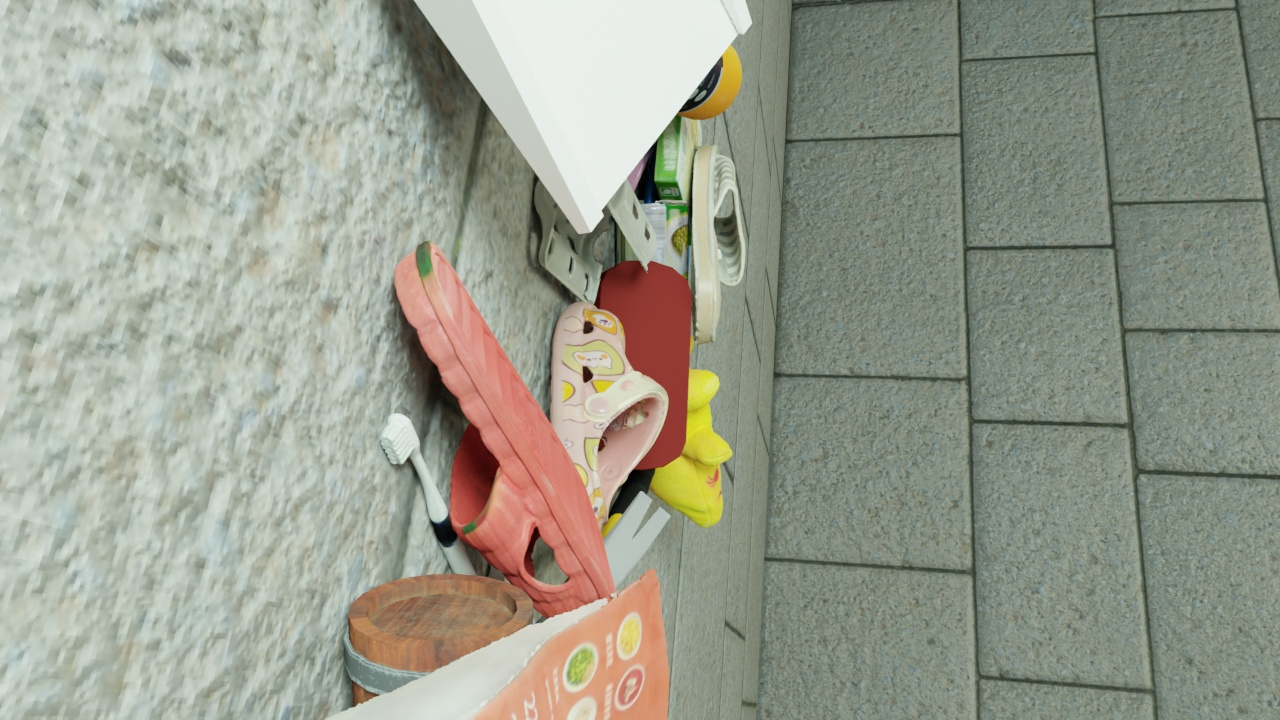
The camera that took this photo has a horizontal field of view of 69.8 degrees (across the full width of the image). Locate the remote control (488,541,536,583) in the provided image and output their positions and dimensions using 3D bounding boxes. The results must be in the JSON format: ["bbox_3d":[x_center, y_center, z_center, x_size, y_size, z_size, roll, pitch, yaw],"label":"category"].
[{"bbox_3d":[-0.077,0.102,0.598,0.043,0.013,0.136,72,23,-55],"label":"remote control"}]

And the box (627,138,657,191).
[{"bbox_3d":[-0.010,-0.245,0.820,0.213,0.041,0.151,-72,155,-52],"label":"box"}]

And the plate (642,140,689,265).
[{"bbox_3d":[0.022,-0.133,0.987,0.224,0.024,0.224,2,89,-77],"label":"plate"}]

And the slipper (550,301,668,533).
[{"bbox_3d":[-0.020,0.041,0.649,0.093,0.081,0.196,84,5,-46],"label":"slipper"}]

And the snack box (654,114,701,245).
[{"bbox_3d":[0.040,-0.206,0.920,0.168,0.027,0.131,58,36,-74],"label":"snack box"}]

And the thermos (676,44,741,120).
[{"bbox_3d":[0.008,-0.240,0.721,0.232,0.091,0.076,-23,128,-67],"label":"thermos"}]

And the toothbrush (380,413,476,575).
[{"bbox_3d":[-0.103,0.097,0.487,0.187,0.012,0.017,79,31,-42],"label":"toothbrush"}]

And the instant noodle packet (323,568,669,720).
[{"bbox_3d":[-0.054,0.190,0.350,0.220,0.084,0.164,-16,108,-48],"label":"instant noodle packet"}]

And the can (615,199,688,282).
[{"bbox_3d":[0.011,-0.085,0.845,0.067,0.067,0.121,-26,116,-76],"label":"can"}]

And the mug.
[{"bbox_3d":[-0.092,0.159,0.423,0.117,0.081,0.111,-142,-126,-76],"label":"mug"}]

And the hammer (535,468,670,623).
[{"bbox_3d":[-0.017,0.129,0.729,0.127,0.029,0.323,-49,180,11],"label":"hammer"}]

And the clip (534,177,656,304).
[{"bbox_3d":[-0.022,-0.121,0.676,0.126,0.105,0.151,49,54,-75],"label":"clip"}]

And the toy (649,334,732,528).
[{"bbox_3d":[0.034,0.075,0.912,0.134,0.087,0.194,-119,-165,-46],"label":"toy"}]

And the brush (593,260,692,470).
[{"bbox_3d":[-0.005,0.004,0.770,0.042,0.082,0.173,167,-73,-68],"label":"brush"}]

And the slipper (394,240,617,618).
[{"bbox_3d":[-0.073,0.058,0.475,0.103,0.059,0.249,-112,178,-66],"label":"slipper"}]

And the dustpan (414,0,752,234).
[{"bbox_3d":[-0.031,-0.221,0.417,0.258,0.053,0.191,54,54,-31],"label":"dustpan"}]

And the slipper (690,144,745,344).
[{"bbox_3d":[0.072,-0.118,0.877,0.271,0.054,0.115,-81,166,-51],"label":"slipper"}]
